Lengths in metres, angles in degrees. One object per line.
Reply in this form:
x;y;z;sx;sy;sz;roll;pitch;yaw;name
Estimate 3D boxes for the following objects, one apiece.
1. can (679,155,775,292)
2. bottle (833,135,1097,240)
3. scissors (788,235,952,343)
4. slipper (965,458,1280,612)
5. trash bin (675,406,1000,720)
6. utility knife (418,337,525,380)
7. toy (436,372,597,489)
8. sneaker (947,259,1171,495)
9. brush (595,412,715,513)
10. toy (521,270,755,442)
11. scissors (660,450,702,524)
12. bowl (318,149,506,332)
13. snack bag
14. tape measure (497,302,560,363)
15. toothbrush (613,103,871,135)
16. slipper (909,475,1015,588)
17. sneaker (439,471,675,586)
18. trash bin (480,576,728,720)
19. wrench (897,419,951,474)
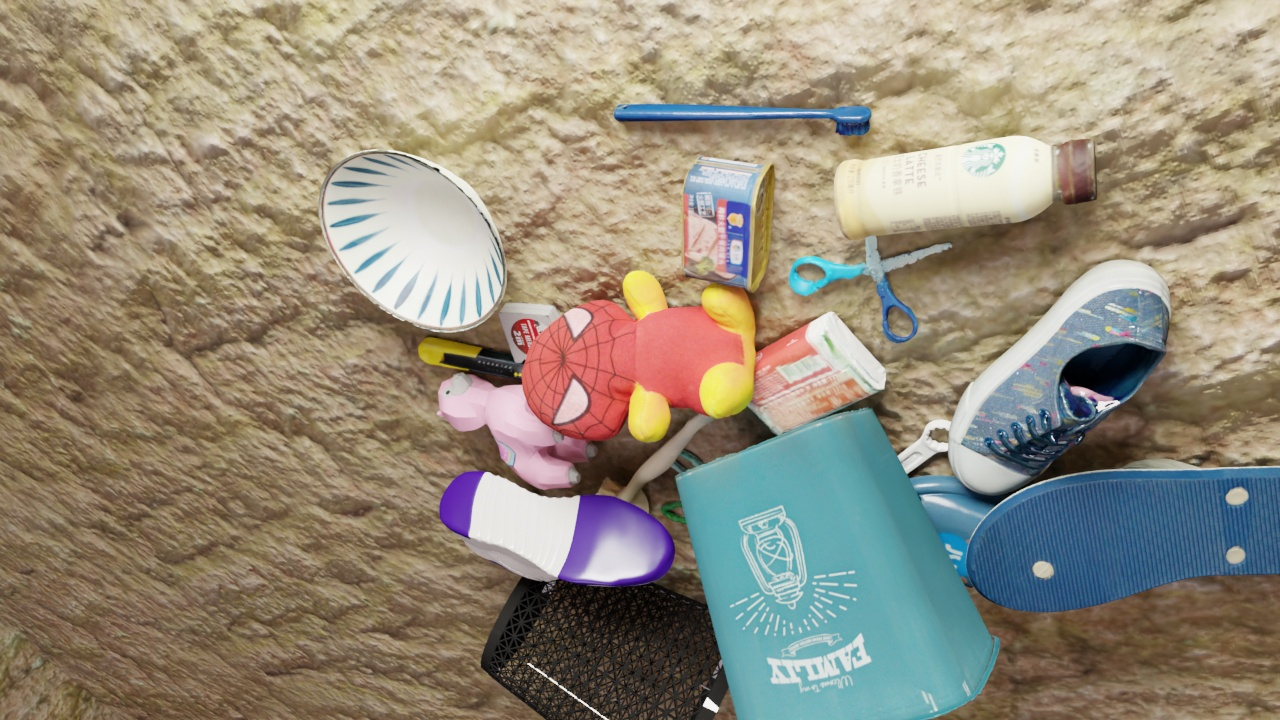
0.066;-0.105;0.701;0.059;0.053;0.100;14;132;18;can
0.216;-0.117;0.616;0.162;0.056;0.056;-3;126;27;bottle
0.182;-0.064;0.711;0.128;0.014;0.133;-21;113;32;scissors
0.408;0.128;0.726;0.295;0.060;0.118;-10;107;15;slipper
0.149;0.167;0.748;0.197;0.198;0.218;-25;80;24;trash bin
-0.130;0.005;0.914;0.203;0.020;0.029;9;133;17;utility knife
-0.130;0.068;0.934;0.158;0.067;0.123;8;133;26;toy
0.303;0.034;0.683;0.087;0.079;0.236;21;134;0;sneaker
0.019;0.104;0.892;0.077;0.061;0.273;35;135;3;brush
-0.005;0.005;0.784;0.217;0.147;0.099;-7;150;28;toy
0.063;0.135;0.936;0.126;0.011;0.131;-22;115;39;scissors
-0.183;-0.116;0.799;0.177;0.070;0.178;13;133;15;bowl
0.139;0.014;0.778;0.077;0.036;0.116;45;132;-15;snack bag
-0.099;-0.026;0.870;0.062;0.020;0.060;3;129;23;tape measure
0.071;-0.175;0.665;0.190;0.016;0.017;7;137;20;toothbrush
0.301;0.156;0.805;0.214;0.059;0.104;9;130;14;slipper
-0.080;0.188;0.923;0.244;0.091;0.111;12;149;20;sneaker
-0.031;0.334;1.025;0.243;0.216;0.217;27;135;11;trash bin
0.202;0.133;0.868;0.047;0.009;0.274;34;134;-5;wrench
